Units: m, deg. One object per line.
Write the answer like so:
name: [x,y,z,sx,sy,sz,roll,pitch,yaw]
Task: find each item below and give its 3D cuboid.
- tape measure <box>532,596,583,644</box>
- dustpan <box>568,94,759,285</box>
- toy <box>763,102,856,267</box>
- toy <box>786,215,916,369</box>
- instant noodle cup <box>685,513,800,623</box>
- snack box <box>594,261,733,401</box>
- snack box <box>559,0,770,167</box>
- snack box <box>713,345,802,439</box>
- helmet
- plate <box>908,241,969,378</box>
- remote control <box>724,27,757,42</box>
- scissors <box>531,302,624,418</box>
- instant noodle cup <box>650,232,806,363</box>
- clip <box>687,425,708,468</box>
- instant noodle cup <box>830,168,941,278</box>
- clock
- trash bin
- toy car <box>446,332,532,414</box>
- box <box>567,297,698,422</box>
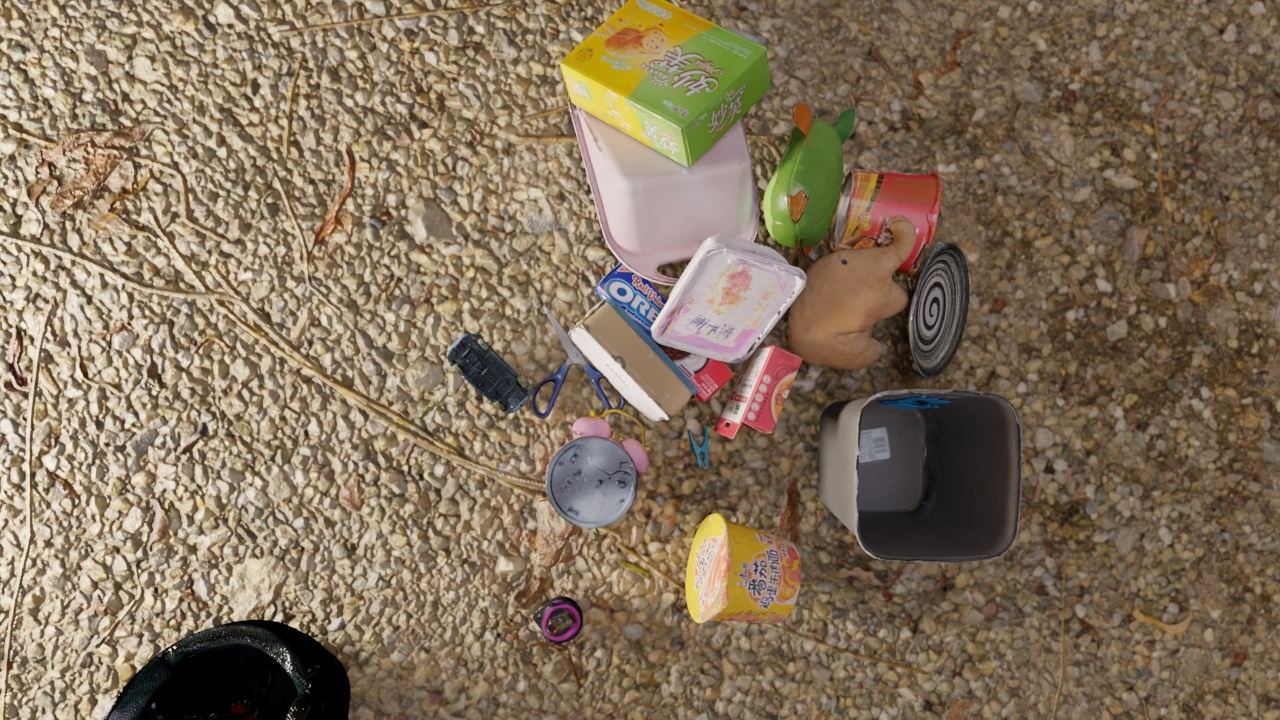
tape measure: [-0.103,0.336,1.187,0.058,0.039,0.057,-33,94,-5]
dustpan: [0.035,-0.237,1.182,0.222,0.139,0.273,-9,50,-4]
toy: [0.206,-0.217,1.152,0.090,0.227,0.246,10,50,16]
toy: [0.264,-0.082,1.156,0.143,0.082,0.227,8,130,-12]
instant noodle cup: [0.132,0.274,1.171,0.109,0.138,0.138,14,89,-14]
snack box: [0.028,-0.038,1.190,0.057,0.058,0.207,-43,94,-7]
snack box: [0.029,-0.348,1.121,0.210,0.070,0.157,36,72,27]
snack box: [0.149,0.046,1.176,0.044,0.113,0.127,24,88,-7]
helmet: [-0.457,0.434,1.055,0.233,0.230,0.274,13,88,8]
plate: [0.385,-0.066,1.199,0.179,0.024,0.179,-17,113,-47]
remote control: [0.094,-0.381,1.186,0.056,0.020,0.135,30,65,25]
scissors: [-0.085,0.008,1.201,0.162,0.012,0.176,-45,93,-5]
instant noodle cup: [0.103,-0.081,1.112,0.138,0.174,0.060,15,48,-19]
clip: [0.080,0.116,1.219,0.038,0.013,0.055,-11,92,-6]
instant noodle cup: [0.313,-0.186,1.189,0.108,0.138,0.138,12,89,2]
clock: [-0.054,0.137,1.182,0.117,0.060,0.158,31,89,-5]
trash bin: [0.328,0.129,1.143,0.199,0.220,0.198,1,91,-6]
toy car: [-0.194,0.017,1.178,0.120,0.037,0.054,44,85,-15]
box: [-0.007,0.007,1.164,0.184,0.090,0.059,45,72,-10]
